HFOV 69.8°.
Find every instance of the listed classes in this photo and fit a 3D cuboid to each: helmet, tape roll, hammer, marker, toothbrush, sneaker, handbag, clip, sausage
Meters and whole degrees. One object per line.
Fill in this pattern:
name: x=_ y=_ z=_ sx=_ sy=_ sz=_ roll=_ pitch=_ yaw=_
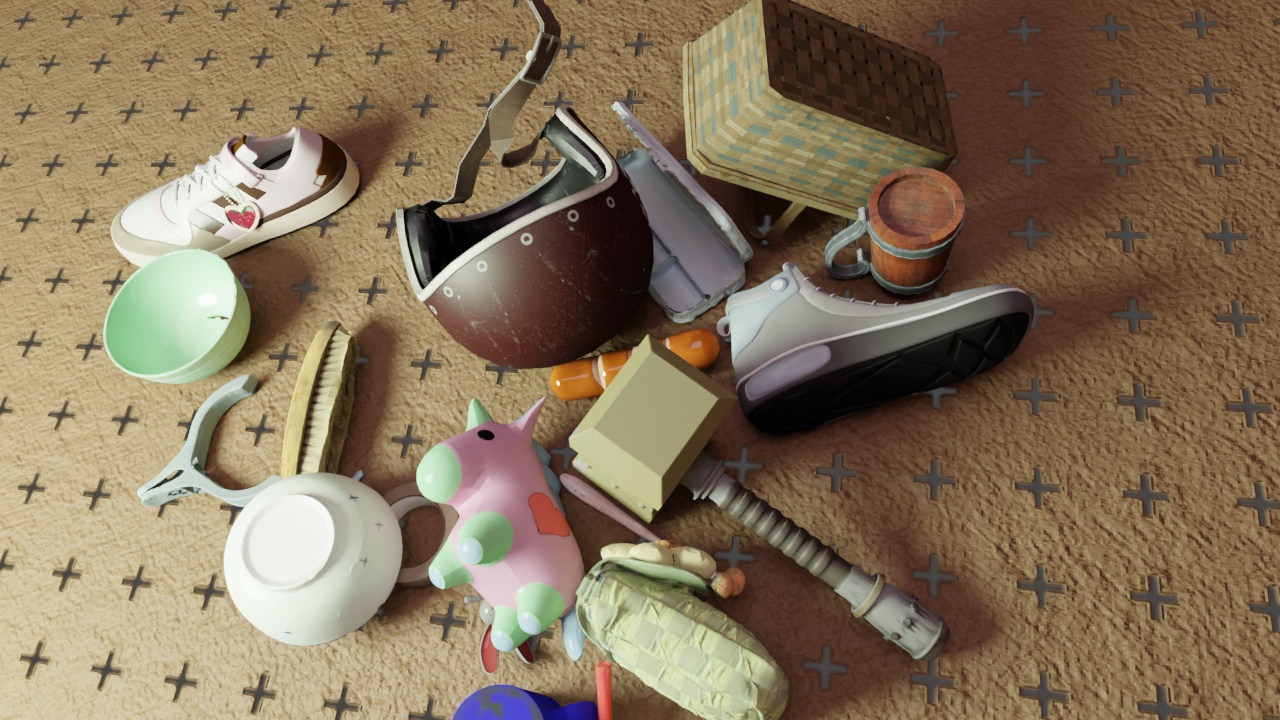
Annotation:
helmet: x=-0.100 y=-0.123 z=0.837 sx=0.233 sy=0.233 sz=0.253 roll=-30 pitch=78 yaw=10
tape roll: x=-0.208 y=0.162 z=0.851 sx=0.094 sy=0.030 sz=0.093 roll=-5 pitch=65 yaw=10
hammer: x=0.104 y=0.131 z=0.741 sx=0.325 sy=0.190 sz=0.100 roll=35 pitch=76 yaw=6
marker: x=-0.027 y=0.309 z=0.723 sx=0.013 sy=0.012 sz=0.142 roll=-1 pitch=92 yaw=12
toothbrush: x=-0.003 y=0.149 z=0.821 sx=0.181 sy=0.018 sz=0.015 roll=30 pitch=72 yaw=24
sneaker: x=0.197 y=-0.042 z=0.815 sx=0.257 sy=0.093 sz=0.160 roll=-22 pitch=53 yaw=14
handbag: x=0.041 y=0.210 z=0.734 sx=0.186 sy=0.113 sz=0.116 roll=26 pitch=71 yaw=18
sneaker: x=-0.472 y=-0.188 z=1.021 sx=0.294 sy=0.116 sz=0.111 roll=-14 pitch=64 yaw=6
clip: x=-0.426 y=0.076 z=0.942 sx=0.169 sy=0.031 sz=0.164 roll=-5 pitch=63 yaw=8
sausage: x=-0.005 y=0.005 z=0.869 sx=0.164 sy=0.044 sz=0.039 roll=-14 pitch=74 yaw=9

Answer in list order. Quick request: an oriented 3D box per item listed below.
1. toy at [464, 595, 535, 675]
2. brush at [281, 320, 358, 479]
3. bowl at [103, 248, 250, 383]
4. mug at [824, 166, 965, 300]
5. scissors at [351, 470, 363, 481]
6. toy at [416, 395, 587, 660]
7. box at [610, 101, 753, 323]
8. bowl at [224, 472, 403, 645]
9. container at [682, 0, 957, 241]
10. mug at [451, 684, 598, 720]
toy: x=-0.127 y=0.219 z=0.808 sx=0.049 sy=0.030 sz=0.111 roll=-8 pitch=59 yaw=-22
brush: x=-0.316 y=0.050 z=0.911 sx=0.043 sy=0.059 sz=0.195 roll=4 pitch=66 yaw=2
bowl: x=-0.478 y=-0.037 z=0.975 sx=0.151 sy=0.077 sz=0.150 roll=-5 pitch=65 yaw=10
mug: x=0.227 y=-0.108 z=0.834 sx=0.117 sy=0.111 sz=0.081 roll=-4 pitch=65 yaw=10
scissors: x=-0.319 y=0.158 z=0.891 sx=0.055 sy=0.015 sz=0.136 roll=37 pitch=72 yaw=23
toy: x=-0.105 y=0.144 z=0.797 sx=0.222 sy=0.170 sz=0.120 roll=48 pitch=124 yaw=-3
box: x=0.011 y=-0.145 z=0.914 sx=0.105 sy=0.130 sz=0.210 roll=-39 pitch=58 yaw=3
bowl: x=-0.292 y=0.165 z=0.799 sx=0.153 sy=0.073 sz=0.153 roll=-1 pitch=65 yaw=3
container: x=0.151 y=-0.212 z=0.873 sx=0.249 sy=0.187 sz=0.157 roll=11 pitch=63 yaw=-24
mug: x=-0.087 y=0.299 z=0.732 sx=0.111 sy=0.083 sz=0.079 roll=-21 pitch=63 yaw=2
